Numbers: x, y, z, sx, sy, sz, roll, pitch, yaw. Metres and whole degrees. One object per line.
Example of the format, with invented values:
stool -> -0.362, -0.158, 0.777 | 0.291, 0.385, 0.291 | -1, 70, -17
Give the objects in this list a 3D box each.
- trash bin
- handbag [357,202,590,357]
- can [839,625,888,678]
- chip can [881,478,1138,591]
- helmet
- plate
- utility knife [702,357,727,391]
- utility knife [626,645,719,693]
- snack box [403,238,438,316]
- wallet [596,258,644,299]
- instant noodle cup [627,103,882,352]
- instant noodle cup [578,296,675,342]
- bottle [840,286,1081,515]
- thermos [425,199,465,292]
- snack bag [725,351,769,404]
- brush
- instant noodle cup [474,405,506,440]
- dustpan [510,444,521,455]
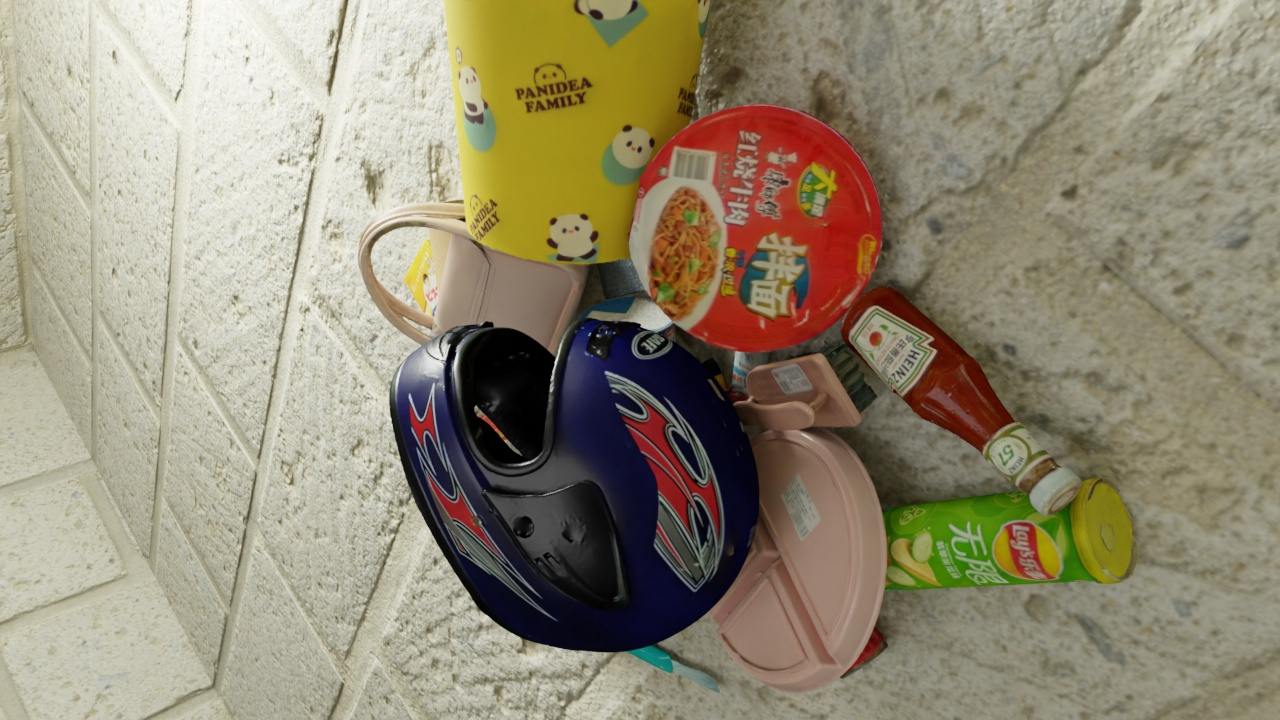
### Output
trash bin -> -0.054, -0.231, 0.760 | 0.230, 0.229, 0.256 | 26, 124, 37
handbag -> -0.179, -0.080, 0.954 | 0.234, 0.093, 0.194 | 16, 129, -9
can -> 0.163, 0.217, 0.835 | 0.132, 0.053, 0.053 | 55, 136, 16
chip can -> 0.250, 0.139, 0.701 | 0.222, 0.072, 0.072 | -20, 90, 47
helmet -> -0.036, 0.083, 0.773 | 0.241, 0.246, 0.315 | -28, 96, 20
plate -> 0.120, 0.165, 0.791 | 0.230, 0.028, 0.229 | -30, 55, 53
utility knife -> 0.083, 0.081, 0.892 | 0.033, 0.015, 0.171 | -7, 100, 49
utility knife -> 0.011, 0.342, 1.069 | 0.218, 0.013, 0.029 | 10, 110, 46
snack box -> -0.240, -0.076, 1.153 | 0.087, 0.033, 0.140 | -45, 70, 44
wallet -> -0.006, -0.116, 0.909 | 0.121, 0.019, 0.097 | -8, 97, 48
instant noodle cup -> 0.091, -0.107, 0.732 | 0.194, 0.065, 0.194 | 3, 110, 8
instant noodle cup -> -0.005, 0.005, 0.904 | 0.099, 0.099, 0.110 | 18, 126, 41
bottle -> 0.227, 0.026, 0.661 | 0.206, 0.059, 0.060 | 53, 137, 36
thermos -> -0.202, -0.109, 1.064 | 0.093, 0.092, 0.143 | -27, 78, 48
snack bag -> 0.100, 0.000, 0.836 | 0.048, 0.026, 0.104 | 23, 121, 26
brush -> 0.125, 0.029, 0.760 | 0.063, 0.073, 0.146 | 57, 161, -7
instant noodle cup -> -0.211, 0.062, 1.108 | 0.138, 0.137, 0.109 | 56, 144, 14
dustpan -> -0.048, 0.192, 1.052 | 0.223, 0.142, 0.257 | -42, 47, 54
